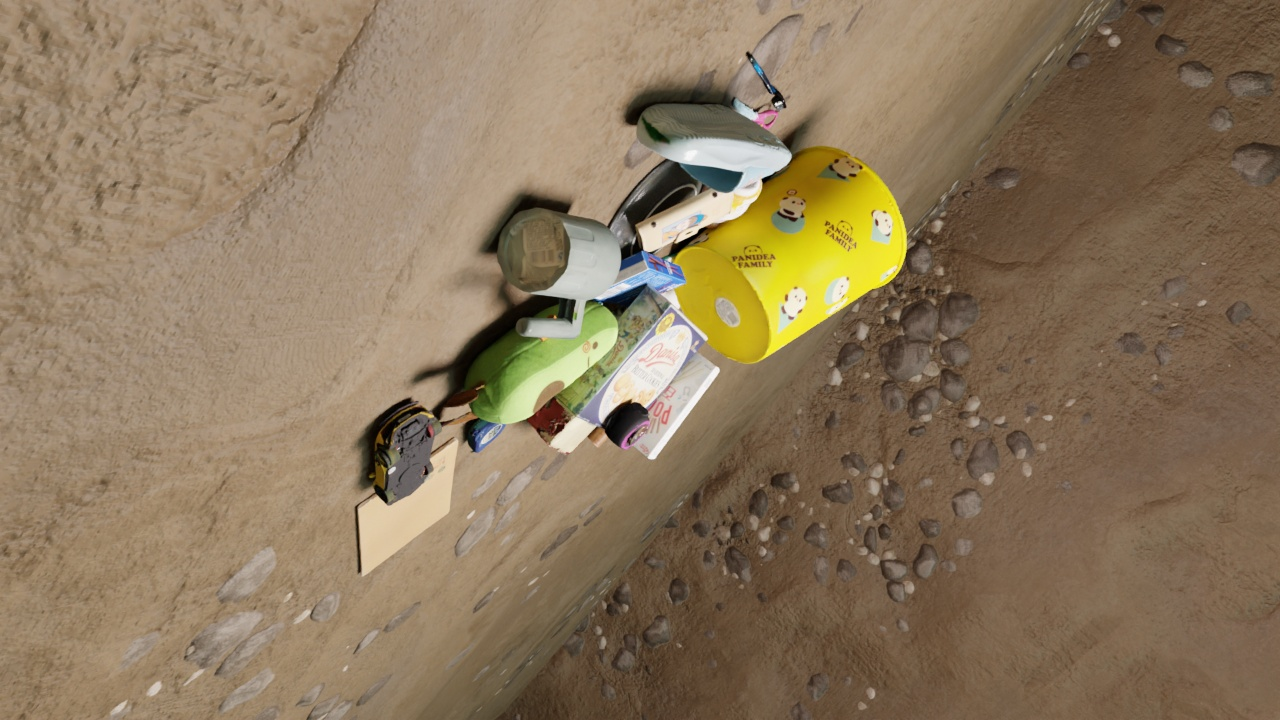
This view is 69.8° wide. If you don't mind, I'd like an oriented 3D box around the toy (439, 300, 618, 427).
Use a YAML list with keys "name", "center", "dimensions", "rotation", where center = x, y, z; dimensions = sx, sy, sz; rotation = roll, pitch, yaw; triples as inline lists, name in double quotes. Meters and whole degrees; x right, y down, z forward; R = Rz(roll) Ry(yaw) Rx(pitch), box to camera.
- name: "toy"
  center: [-0.121, 0.006, 1.024]
  dimensions: [0.246, 0.090, 0.227]
  rotation: [-36, 171, -23]

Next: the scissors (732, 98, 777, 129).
- name: "scissors"
  center: [0.132, -0.293, 1.098]
  dimensions: [0.057, 0.017, 0.133]
  rotation: [-41, 164, 15]

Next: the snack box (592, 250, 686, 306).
- name: "snack box"
  center: [-0.006, -0.098, 1.131]
  dimensions: [0.085, 0.026, 0.157]
  rotation: [-23, 172, 17]

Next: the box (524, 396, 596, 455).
- name: "box"
  center: [-0.071, 0.052, 1.273]
  dimensions: [0.168, 0.076, 0.091]
  rotation: [-46, 156, 1]

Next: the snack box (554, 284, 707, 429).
- name: "snack box"
  center: [-0.007, 0.007, 1.178]
  dimensions: [0.182, 0.046, 0.178]
  rotation: [-50, 158, 3]

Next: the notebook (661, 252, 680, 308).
- name: "notebook"
  center: [0.028, -0.084, 1.345]
  dimensions: [0.150, 0.012, 0.210]
  rotation: [-27, 155, -48]

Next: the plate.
- name: "plate"
  center: [0.022, -0.170, 1.090]
  dimensions: [0.179, 0.024, 0.180]
  rotation: [-43, 165, -15]

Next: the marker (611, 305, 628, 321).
- name: "marker"
  center: [-0.010, -0.079, 1.230]
  dimensions: [0.145, 0.017, 0.017]
  rotation: [-41, 164, -7]

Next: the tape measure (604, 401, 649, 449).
- name: "tape measure"
  center: [-0.015, 0.085, 1.176]
  dimensions: [0.057, 0.039, 0.057]
  rotation: [-33, 155, -31]

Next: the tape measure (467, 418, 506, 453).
- name: "tape measure"
  center: [-0.194, 0.086, 1.150]
  dimensions: [0.054, 0.025, 0.058]
  rotation: [-41, 168, -27]

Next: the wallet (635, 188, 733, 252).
- name: "wallet"
  center: [0.050, -0.160, 1.047]
  dimensions: [0.115, 0.024, 0.087]
  rotation: [-27, 166, -2]

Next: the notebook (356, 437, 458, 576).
- name: "notebook"
  center: [-0.297, 0.190, 1.167]
  dimensions: [0.147, 0.008, 0.208]
  rotation: [-37, 162, -32]

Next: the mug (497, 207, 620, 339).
- name: "mug"
  center: [-0.080, -0.081, 0.883]
  dimensions: [0.103, 0.084, 0.124]
  rotation: [-2, 103, -67]

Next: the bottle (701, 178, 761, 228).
- name: "bottle"
  center: [0.107, -0.206, 1.156]
  dimensions: [0.063, 0.063, 0.109]
  rotation: [-39, 177, -27]

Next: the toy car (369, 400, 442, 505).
- name: "toy car"
  center: [-0.257, 0.104, 0.991]
  dimensions: [0.071, 0.041, 0.156]
  rotation: [-36, 160, -35]

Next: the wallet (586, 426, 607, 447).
- name: "wallet"
  center: [-0.053, 0.063, 1.347]
  dimensions: [0.101, 0.115, 0.020]
  rotation: [-46, 125, 0]

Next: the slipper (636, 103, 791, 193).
- name: "slipper"
  center: [0.076, -0.218, 0.967]
  dimensions: [0.244, 0.104, 0.074]
  rotation: [-16, 138, -54]

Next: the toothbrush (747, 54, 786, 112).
- name: "toothbrush"
  center: [0.147, -0.321, 1.068]
  dimensions: [0.016, 0.014, 0.189]
  rotation: [-26, 170, 18]

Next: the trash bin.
- name: "trash bin"
  center: [0.197, -0.139, 1.275]
  dimensions: [0.254, 0.229, 0.230]
  rotation: [-36, 162, -26]

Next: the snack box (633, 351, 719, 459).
- name: "snack box"
  center: [0.030, 0.050, 1.269]
  dimensions: [0.157, 0.085, 0.027]
  rotation: [-53, 159, 1]
